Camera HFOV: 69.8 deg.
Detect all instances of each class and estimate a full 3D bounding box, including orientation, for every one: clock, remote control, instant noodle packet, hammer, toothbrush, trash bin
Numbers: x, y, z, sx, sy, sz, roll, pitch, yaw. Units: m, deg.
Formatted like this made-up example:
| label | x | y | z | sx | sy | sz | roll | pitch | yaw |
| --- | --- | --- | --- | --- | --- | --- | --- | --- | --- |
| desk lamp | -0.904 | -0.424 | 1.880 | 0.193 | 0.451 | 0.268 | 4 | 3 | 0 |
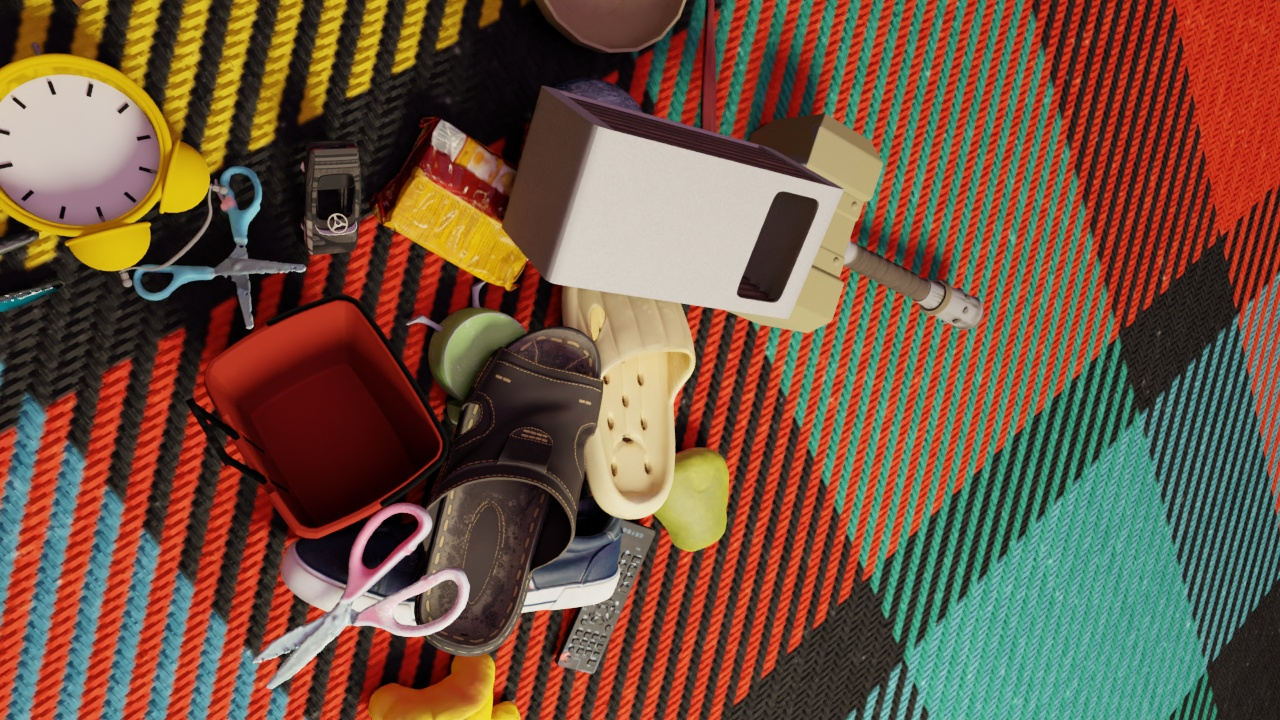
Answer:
| label | x | y | z | sx | sy | sz | roll | pitch | yaw |
| --- | --- | --- | --- | --- | --- | --- | --- | --- | --- |
| clock | -0.360 | -0.128 | 0.605 | 0.152 | 0.052 | 0.113 | 46 | 75 | -24 |
| remote control | -0.036 | 0.223 | 0.876 | 0.047 | 0.022 | 0.150 | 26 | 87 | -32 |
| instant noodle packet | -0.139 | -0.126 | 0.741 | 0.135 | 0.040 | 0.098 | 29 | 80 | -31 |
| clock | -0.131 | 0.003 | 0.768 | 0.094 | 0.043 | 0.119 | -34 | 114 | -20 |
| hammer | 0.239 | -0.096 | 0.934 | 0.324 | 0.101 | 0.190 | 19 | 89 | -32 |
| toothbrush | 0.067 | -0.270 | 0.851 | 0.016 | 0.016 | 0.190 | -5 | 101 | -31 |
| trash bin | 0.025 | -0.122 | 0.731 | 0.228 | 0.114 | 0.115 | 6 | 116 | -31 |

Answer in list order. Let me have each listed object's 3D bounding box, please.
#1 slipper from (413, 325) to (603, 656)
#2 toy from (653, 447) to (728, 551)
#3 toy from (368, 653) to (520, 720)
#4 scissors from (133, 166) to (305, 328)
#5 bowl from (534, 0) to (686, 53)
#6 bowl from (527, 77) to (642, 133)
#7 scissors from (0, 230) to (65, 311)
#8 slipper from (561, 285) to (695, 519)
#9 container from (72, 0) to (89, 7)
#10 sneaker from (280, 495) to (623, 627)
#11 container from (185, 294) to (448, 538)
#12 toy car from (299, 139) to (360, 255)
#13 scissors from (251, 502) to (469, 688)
| label | x | y | z | sx | sy | sz | roll | pitch | yaw |
| --- | --- | --- | --- | --- | --- | --- | --- | --- | --- |
| slipper | -0.096 | 0.085 | 0.691 | 0.113 | 0.076 | 0.267 | 20 | 66 | -4 |
| toy | 0.048 | 0.138 | 0.892 | 0.089 | 0.051 | 0.110 | -21 | 111 | -24 |
| toy | -0.154 | 0.357 | 0.792 | 0.134 | 0.087 | 0.194 | -12 | 104 | -33 |
| scissors | -0.298 | -0.073 | 0.637 | 0.134 | 0.135 | 0.015 | -22 | 151 | 3 |
| bowl | -0.034 | -0.331 | 0.761 | 0.152 | 0.050 | 0.152 | -6 | 101 | -30 |
| bowl | -0.034 | -0.184 | 0.782 | 0.114 | 0.061 | 0.114 | -6 | 103 | -29 |
| scissors | -0.448 | -0.037 | 0.587 | 0.142 | 0.019 | 0.127 | 22 | 88 | -30 |
| slipper | -0.005 | 0.005 | 0.789 | 0.111 | 0.079 | 0.261 | 1 | 82 | -30 |
| container | -0.315 | -0.310 | 0.560 | 0.167 | 0.132 | 0.132 | -43 | 117 | -11 |
| sneaker | -0.137 | 0.135 | 0.753 | 0.294 | 0.121 | 0.127 | 3 | 109 | -34 |
| container | -0.213 | 0.038 | 0.615 | 0.126 | 0.201 | 0.148 | -32 | 83 | -22 |
| toy car | -0.227 | -0.118 | 0.677 | 0.040 | 0.037 | 0.092 | -11 | 137 | -30 |
| scissors | -0.197 | 0.188 | 0.645 | 0.179 | 0.016 | 0.103 | -44 | 79 | 2 |
